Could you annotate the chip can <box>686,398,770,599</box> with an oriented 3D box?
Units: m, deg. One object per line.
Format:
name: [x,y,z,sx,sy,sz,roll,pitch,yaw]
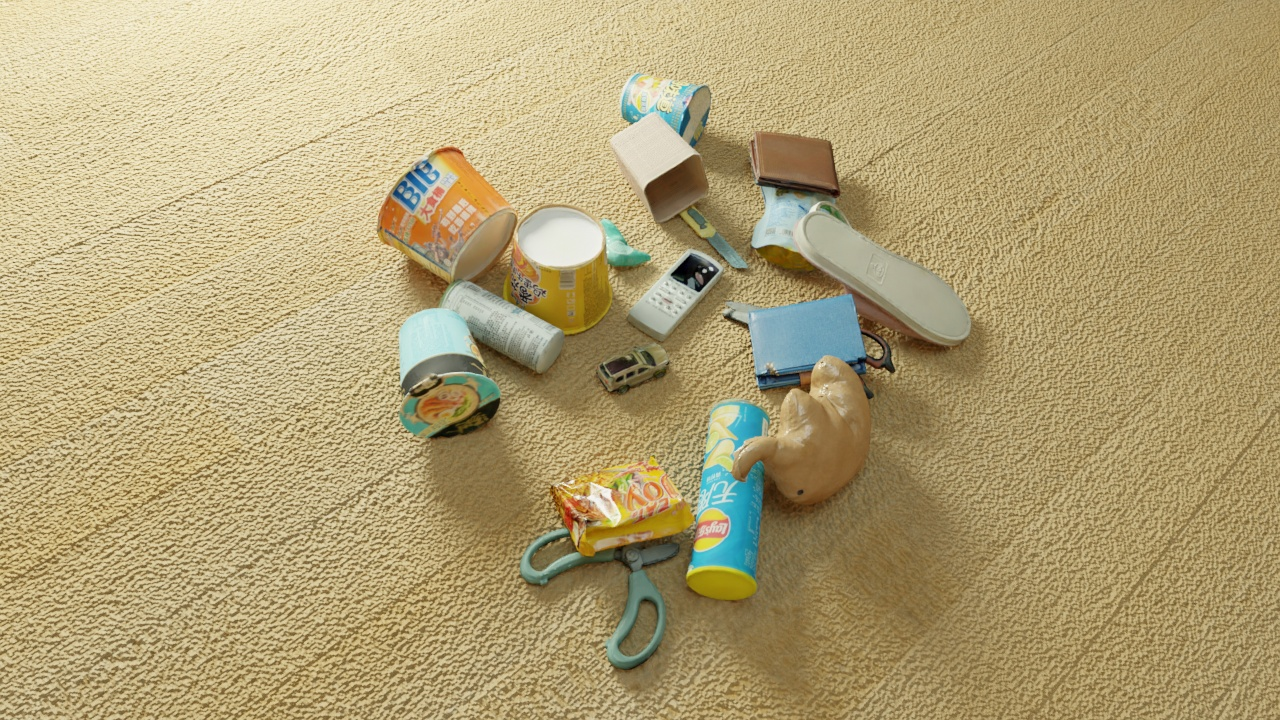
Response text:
chip can: [0.097,0.146,0.988,0.071,0.071,0.209,11,54,0]

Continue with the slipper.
slipper: [0.306,-0.097,1.180,0.274,0.055,0.114,28,53,-12]

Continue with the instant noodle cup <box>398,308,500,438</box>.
instant noodle cup: [-0.223,0.007,1.027,0.111,0.111,0.120,-10,51,-15]

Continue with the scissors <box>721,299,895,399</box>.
scissors: [0.199,-0.016,1.142,0.207,0.015,0.192,-15,73,10]

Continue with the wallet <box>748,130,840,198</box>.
wallet: [0.217,-0.276,1.292,0.124,0.032,0.101,6,52,-8]

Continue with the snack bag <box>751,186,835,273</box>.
snack bag: [0.215,-0.205,1.274,0.110,0.039,0.190,12,51,3]

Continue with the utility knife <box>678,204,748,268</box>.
utility knife: [0.075,-0.197,1.265,0.031,0.022,0.219,-31,68,-15]

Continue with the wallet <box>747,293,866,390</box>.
wallet: [0.201,-0.022,1.115,0.133,0.040,0.106,-10,65,10]

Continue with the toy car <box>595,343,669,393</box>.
toy car: [-0.006,0.006,1.095,0.090,0.035,0.042,-21,61,-24]

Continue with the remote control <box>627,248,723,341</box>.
remote control: [0.047,-0.087,1.176,0.058,0.021,0.149,33,58,15]

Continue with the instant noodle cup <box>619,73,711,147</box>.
instant noodle cup: [0.033,-0.369,1.334,0.110,0.099,0.099,25,55,19]

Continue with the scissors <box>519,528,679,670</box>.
scissors: [-0.032,0.237,0.938,0.170,0.019,0.179,-7,55,-14]

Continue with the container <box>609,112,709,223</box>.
container: [0.023,-0.266,1.249,0.090,0.090,0.111,-33,59,-3]

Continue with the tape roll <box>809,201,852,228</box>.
tape roll: [0.261,-0.176,1.246,0.085,0.014,0.085,21,56,-34]

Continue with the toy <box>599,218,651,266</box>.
toy: [-0.044,-0.155,1.204,0.096,0.030,0.092,-10,52,-32]

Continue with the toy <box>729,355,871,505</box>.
toy: [0.182,0.092,0.999,0.225,0.083,0.143,-35,108,-44]

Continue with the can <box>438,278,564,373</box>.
can: [-0.165,-0.041,1.091,0.147,0.058,0.058,27,56,12]

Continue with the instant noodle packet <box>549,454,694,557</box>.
instant noodle packet: [-0.019,0.150,0.969,0.128,0.044,0.110,-13,34,-18]

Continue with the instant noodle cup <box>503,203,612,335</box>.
instant noodle cup: [-0.100,-0.117,1.122,0.138,0.110,0.137,3,54,-5]

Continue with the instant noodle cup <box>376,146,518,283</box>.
instant noodle cup: [-0.229,-0.170,1.126,0.111,0.152,0.151,39,58,9]
